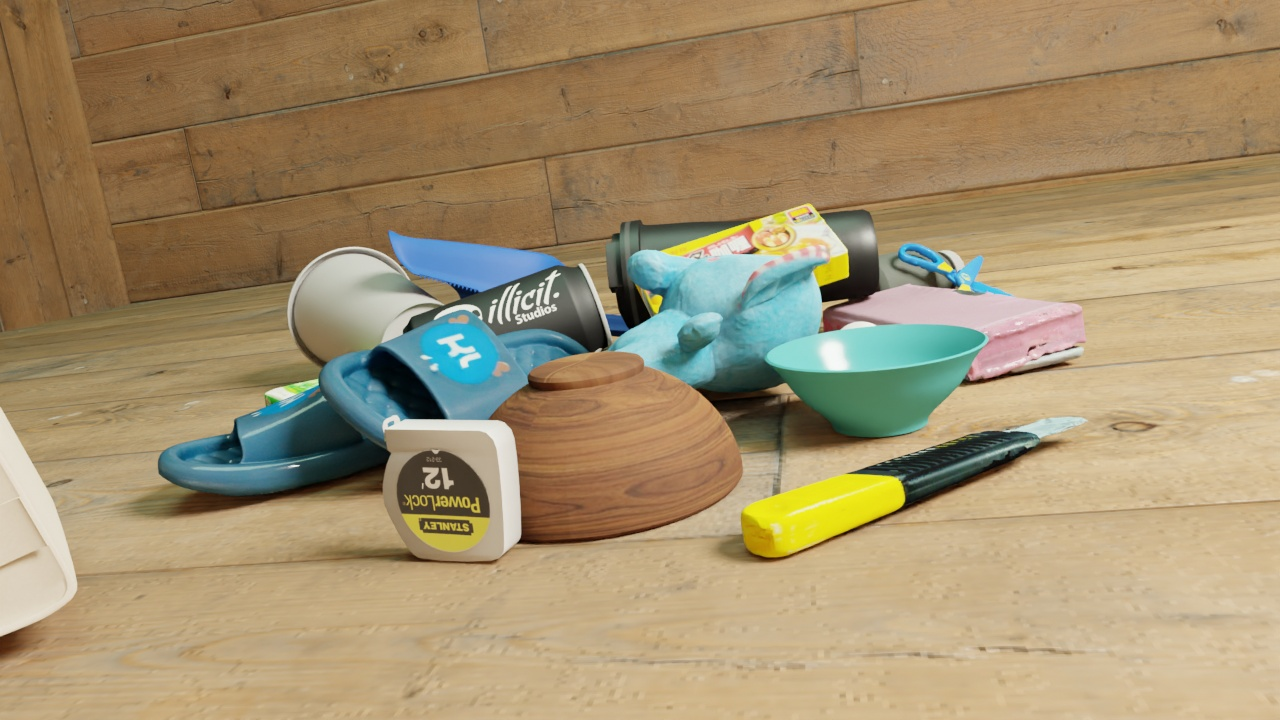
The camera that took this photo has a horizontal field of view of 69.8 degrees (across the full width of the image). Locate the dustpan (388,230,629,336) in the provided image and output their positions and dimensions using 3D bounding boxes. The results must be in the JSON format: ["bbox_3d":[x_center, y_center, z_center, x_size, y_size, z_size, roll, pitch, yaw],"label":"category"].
[{"bbox_3d":[-0.084,-0.059,0.890,0.258,0.059,0.245,4,-8,4],"label":"dustpan"}]

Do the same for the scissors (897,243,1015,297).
[{"bbox_3d":[0.287,-0.068,0.812,0.125,0.016,0.125,16,45,-13],"label":"scissors"}]

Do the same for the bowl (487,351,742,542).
[{"bbox_3d":[-0.024,0.033,0.476,0.147,0.069,0.147,-8,11,1],"label":"bowl"}]

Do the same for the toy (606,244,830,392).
[{"bbox_3d":[0.030,-0.021,0.600,0.180,0.114,0.184,-18,-14,-27],"label":"toy"}]

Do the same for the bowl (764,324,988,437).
[{"bbox_3d":[0.134,0.014,0.522,0.121,0.046,0.121,-8,11,1],"label":"bowl"}]

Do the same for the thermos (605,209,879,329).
[{"bbox_3d":[0.087,-0.078,0.784,0.219,0.106,0.105,-7,11,7],"label":"thermos"}]

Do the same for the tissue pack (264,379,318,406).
[{"bbox_3d":[-0.236,0.035,0.722,0.099,0.034,0.114,-14,14,-37],"label":"tissue pack"}]

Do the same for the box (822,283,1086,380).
[{"bbox_3d":[0.222,-0.023,0.693,0.098,0.041,0.233,-18,12,-11],"label":"box"}]

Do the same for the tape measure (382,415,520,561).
[{"bbox_3d":[-0.085,0.057,0.410,0.064,0.065,0.016,-1,13,22],"label":"tape measure"}]

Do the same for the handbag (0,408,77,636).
[{"bbox_3d":[-0.361,0.095,0.383,0.197,0.101,0.195,-29,20,-30],"label":"handbag"}]

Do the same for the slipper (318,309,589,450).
[{"bbox_3d":[-0.097,0.012,0.583,0.104,0.059,0.213,46,32,24],"label":"slipper"}]

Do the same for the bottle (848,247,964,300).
[{"bbox_3d":[0.249,-0.073,0.858,0.108,0.060,0.060,-14,12,-27],"label":"bottle"}]

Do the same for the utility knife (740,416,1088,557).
[{"bbox_3d":[0.130,0.049,0.411,0.197,0.020,0.029,-14,14,-25],"label":"utility knife"}]

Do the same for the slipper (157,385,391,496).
[{"bbox_3d":[-0.199,0.040,0.600,0.213,0.059,0.104,-12,10,-30],"label":"slipper"}]

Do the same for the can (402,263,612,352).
[{"bbox_3d":[-0.102,-0.018,0.710,0.146,0.080,0.080,-20,13,-7],"label":"can"}]

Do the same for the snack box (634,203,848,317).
[{"bbox_3d":[0.074,-0.070,0.701,0.152,0.025,0.075,-18,41,-3],"label":"snack box"}]

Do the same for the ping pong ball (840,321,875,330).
[{"bbox_3d":[0.152,-0.007,0.632,0.040,0.040,0.040,-8,11,1],"label":"ping pong ball"}]

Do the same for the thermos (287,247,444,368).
[{"bbox_3d":[-0.245,-0.032,0.871,0.131,0.131,0.222,-15,20,-32],"label":"thermos"}]
